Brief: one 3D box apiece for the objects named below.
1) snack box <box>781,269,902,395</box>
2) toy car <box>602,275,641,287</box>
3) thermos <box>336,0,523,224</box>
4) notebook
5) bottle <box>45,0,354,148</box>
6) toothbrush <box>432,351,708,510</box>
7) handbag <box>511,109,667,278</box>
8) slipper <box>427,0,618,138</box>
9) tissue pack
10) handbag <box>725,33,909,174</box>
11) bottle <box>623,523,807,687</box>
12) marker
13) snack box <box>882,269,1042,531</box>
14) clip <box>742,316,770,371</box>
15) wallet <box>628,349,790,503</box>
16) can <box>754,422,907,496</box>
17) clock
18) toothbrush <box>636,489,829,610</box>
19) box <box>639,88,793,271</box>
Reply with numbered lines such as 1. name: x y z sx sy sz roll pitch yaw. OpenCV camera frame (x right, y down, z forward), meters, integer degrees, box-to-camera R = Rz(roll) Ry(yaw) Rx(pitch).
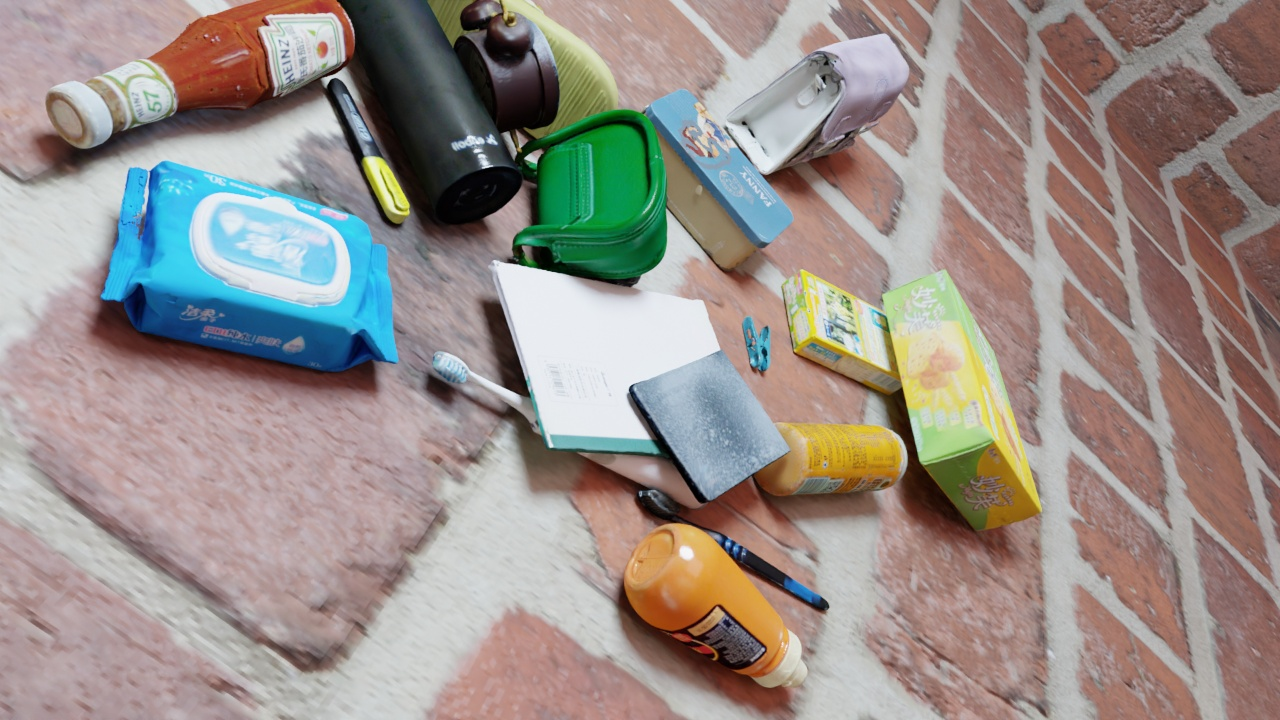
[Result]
1. snack box: 0.205 -0.027 0.914 0.140 0.034 0.086 23 46 -32
2. toy car: -0.019 -0.105 0.760 0.049 0.031 0.106 23 53 -26
3. thermos: -0.179 -0.214 0.675 0.089 0.069 0.242 -24 75 -20
4. notebook: -0.004 0.004 0.668 0.208 0.012 0.150 8 52 -43
5. bottle: -0.262 -0.180 0.564 0.060 0.060 0.205 46 41 -6
6. toothbrush: -0.042 0.048 0.620 0.221 0.027 0.026 30 22 -24
7. handbag: -0.039 -0.125 0.703 0.120 0.068 0.131 -7 58 2
8. slipper: -0.096 -0.263 0.767 0.190 0.092 0.081 36 39 -12
9. tissue pack: -0.209 -0.051 0.517 0.157 0.052 0.094 15 51 -36
10. handbag: 0.209 -0.290 1.035 0.098 0.145 0.196 52 40 6
11. bottle: 0.057 0.169 0.599 0.149 0.067 0.066 43 39 -21
12. marker: -0.191 -0.150 0.643 0.018 0.015 0.124 -8 64 -52
13. snack box: 0.314 0.039 0.903 0.157 0.070 0.209 43 36 -40
14. clip: 0.105 -0.014 0.823 0.039 0.014 0.055 26 43 -27
15. wallet: 0.052 0.045 0.667 0.120 0.019 0.097 -19 72 -51
16. can: 0.159 0.081 0.763 0.145 0.058 0.058 5 57 -42
17. clock: -0.103 -0.223 0.689 0.055 0.122 0.082 -22 42 -25
18. toothbrush: 0.073 0.140 0.669 0.189 0.016 0.014 34 49 -21
19. box: 0.066 -0.166 0.869 0.184 0.060 0.089 47 40 -3
